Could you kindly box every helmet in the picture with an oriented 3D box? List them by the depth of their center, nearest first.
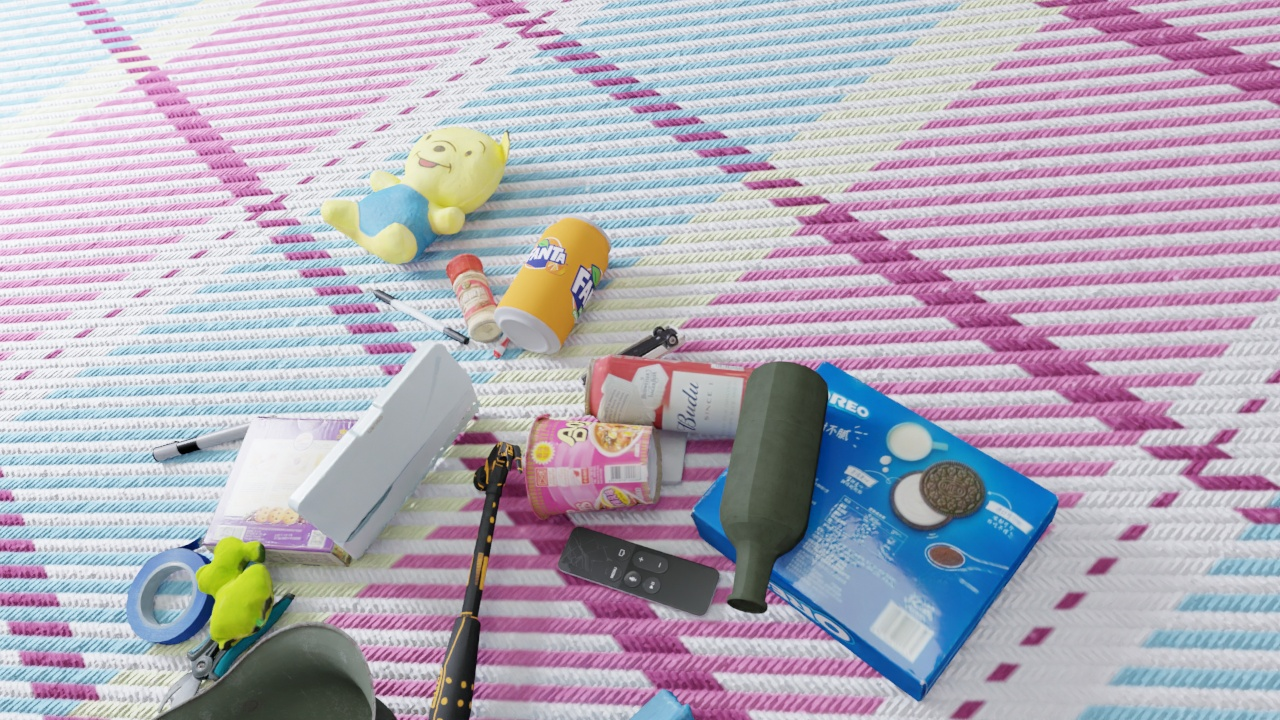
[{"bbox_3d":[-0.265,0.341,0.694,0.227,0.154,0.267,7,66,31],"label":"helmet"}]

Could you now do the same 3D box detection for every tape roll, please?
[{"bbox_3d":[-0.455,0.229,0.894,0.091,0.016,0.093,-26,59,4],"label":"tape roll"}]

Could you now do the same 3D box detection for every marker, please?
[{"bbox_3d":[-0.462,0.084,1.000,0.140,0.016,0.016,-16,55,3],"label":"marker"},{"bbox_3d":[-0.128,-0.062,1.019,0.013,0.013,0.142,15,62,22],"label":"marker"},{"bbox_3d":[-0.251,-0.051,1.042,0.152,0.011,0.011,26,66,27],"label":"marker"}]

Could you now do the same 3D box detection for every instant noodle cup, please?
[{"bbox_3d":[-0.039,0.097,0.840,0.109,0.098,0.097,-2,57,12],"label":"instant noodle cup"}]

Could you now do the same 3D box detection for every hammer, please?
[{"bbox_3d":[-0.148,0.223,0.795,0.036,0.124,0.319,17,63,-19],"label":"hammer"}]

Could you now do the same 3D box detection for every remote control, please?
[{"bbox_3d":[-0.003,0.189,0.825,0.147,0.008,0.045,13,61,21],"label":"remote control"},{"bbox_3d":[0.031,0.061,0.899,0.033,0.012,0.130,2,58,12],"label":"remote control"}]

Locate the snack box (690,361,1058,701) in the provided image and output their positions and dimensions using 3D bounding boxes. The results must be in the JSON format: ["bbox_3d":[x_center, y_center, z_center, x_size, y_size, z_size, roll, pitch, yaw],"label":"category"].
[{"bbox_3d":[0.194,0.133,0.786,0.239,0.056,0.195,34,70,31],"label":"snack box"}]

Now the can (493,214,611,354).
[{"bbox_3d":[-0.091,-0.082,0.982,0.079,0.079,0.142,16,62,22],"label":"can"}]

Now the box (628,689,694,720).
[{"bbox_3d":[-0.031,0.365,0.687,0.231,0.094,0.102,-38,86,-13],"label":"box"}]

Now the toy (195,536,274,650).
[{"bbox_3d":[-0.376,0.215,0.853,0.093,0.036,0.094,25,76,23],"label":"toy"}]

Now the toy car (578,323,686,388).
[{"bbox_3d":[-0.005,0.005,0.930,0.113,0.039,0.039,-30,29,-8],"label":"toy car"}]

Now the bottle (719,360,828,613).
[{"bbox_3d":[0.105,0.102,0.750,0.071,0.071,0.206,6,58,17],"label":"bottle"}]

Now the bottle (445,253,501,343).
[{"bbox_3d":[-0.183,-0.069,1.019,0.044,0.044,0.109,-24,55,-3],"label":"bottle"}]

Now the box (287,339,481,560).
[{"bbox_3d":[-0.228,0.089,0.867,0.049,0.136,0.196,27,67,26],"label":"box"}]

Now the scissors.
[{"bbox_3d":[-0.386,0.263,0.861,0.153,0.019,0.127,-16,54,1],"label":"scissors"}]

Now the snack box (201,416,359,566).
[{"bbox_3d":[-0.346,0.129,0.927,0.143,0.041,0.147,0,57,14],"label":"snack box"}]

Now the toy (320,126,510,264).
[{"bbox_3d":[-0.255,-0.201,1.100,0.149,0.084,0.213,30,66,27],"label":"toy"}]

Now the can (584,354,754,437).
[{"bbox_3d":[0.035,0.033,0.866,0.170,0.067,0.067,6,58,5],"label":"can"}]
